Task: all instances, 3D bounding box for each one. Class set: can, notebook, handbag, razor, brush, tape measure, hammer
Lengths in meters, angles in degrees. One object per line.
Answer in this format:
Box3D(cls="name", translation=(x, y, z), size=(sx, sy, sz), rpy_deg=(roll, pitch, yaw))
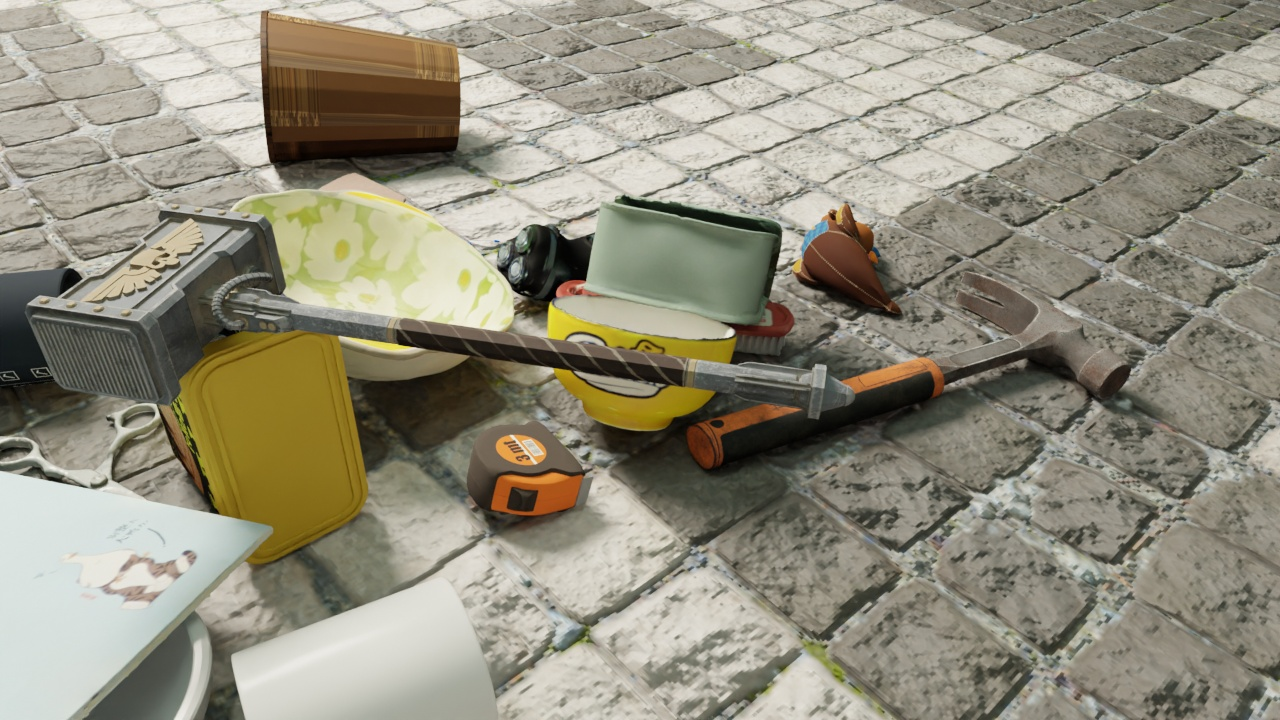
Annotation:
Box3D(cls="can", translation=(-0.212, 0.022, 0.492), size=(0.075, 0.135, 0.104), rpy_deg=(-27, 45, -34))
Box3D(cls="notebook", translation=(-0.321, 0.115, 0.412), size=(0.254, 0.009, 0.180), rpy_deg=(5, 34, 23))
Box3D(cls="handbag", translation=(0.030, -0.073, 0.627), size=(0.122, 0.067, 0.106), rpy_deg=(12, 12, 11))
Box3D(cls="razor", translation=(-0.039, -0.084, 0.702), size=(0.140, 0.064, 0.053), rpy_deg=(-17, 43, -24))
Box3D(cls="brush", translation=(-0.211, -0.122, 0.780), size=(0.136, 0.015, 0.049), rpy_deg=(27, 44, 18))
Box3D(cls="tape measure", translation=(-0.070, 0.067, 0.528), size=(0.058, 0.038, 0.058), rpy_deg=(-10, 38, -40))
Box3D(cls="brush", translation=(0.024, -0.030, 0.666), size=(0.172, 0.030, 0.040), rpy_deg=(8, 38, 2))
Box3D(cls="hammer", translation=(0.170, 0.009, 0.627), size=(0.313, 0.035, 0.137), rpy_deg=(-15, 41, -22))
Box3D(cls="hammer", translation=(-0.076, -0.009, 0.381), size=(0.322, 0.044, 0.098), rpy_deg=(8, 37, 9))

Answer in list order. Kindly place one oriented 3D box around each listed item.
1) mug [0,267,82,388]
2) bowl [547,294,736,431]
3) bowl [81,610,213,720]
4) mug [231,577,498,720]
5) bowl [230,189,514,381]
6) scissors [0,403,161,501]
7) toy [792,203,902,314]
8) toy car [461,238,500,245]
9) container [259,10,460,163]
Box3D(cls="mug", translation=(-0.399, -0.022, 0.593), size=(0.077, 0.071, 0.105), rpy_deg=(-7, 12, -15))
Box3D(cls="bowl", translation=(-0.003, 0.003, 0.576), size=(0.117, 0.068, 0.117), rpy_deg=(10, 13, -2))
Box3D(cls="bowl", translation=(-0.245, 0.161, 0.372), size=(0.149, 0.043, 0.149), rpy_deg=(-6, 32, 4))
Box3D(cls="mug", translation=(-0.109, 0.159, 0.384), size=(0.090, 0.074, 0.110), rpy_deg=(-17, 68, -25))
Box3D(cls="bowl", translation=(-0.182, -0.042, 0.609), size=(0.188, 0.060, 0.219), rpy_deg=(17, 27, -19))
Box3D(cls="scissors", translation=(-0.321, 0.069, 0.518), size=(0.158, 0.014, 0.141), rpy_deg=(-1, 34, -6))
Box3D(cls="toy", translation=(0.179, -0.079, 0.744), size=(0.103, 0.071, 0.090), rpy_deg=(44, 35, 11))
Box3D(cls="toy car", translation=(-0.160, -0.099, 0.731), size=(0.092, 0.033, 0.061), rpy_deg=(23, 30, -13))
Box3D(cls="container", translation=(-0.258, -0.249, 0.853), size=(0.167, 0.132, 0.132), rpy_deg=(-2, 38, -18))
